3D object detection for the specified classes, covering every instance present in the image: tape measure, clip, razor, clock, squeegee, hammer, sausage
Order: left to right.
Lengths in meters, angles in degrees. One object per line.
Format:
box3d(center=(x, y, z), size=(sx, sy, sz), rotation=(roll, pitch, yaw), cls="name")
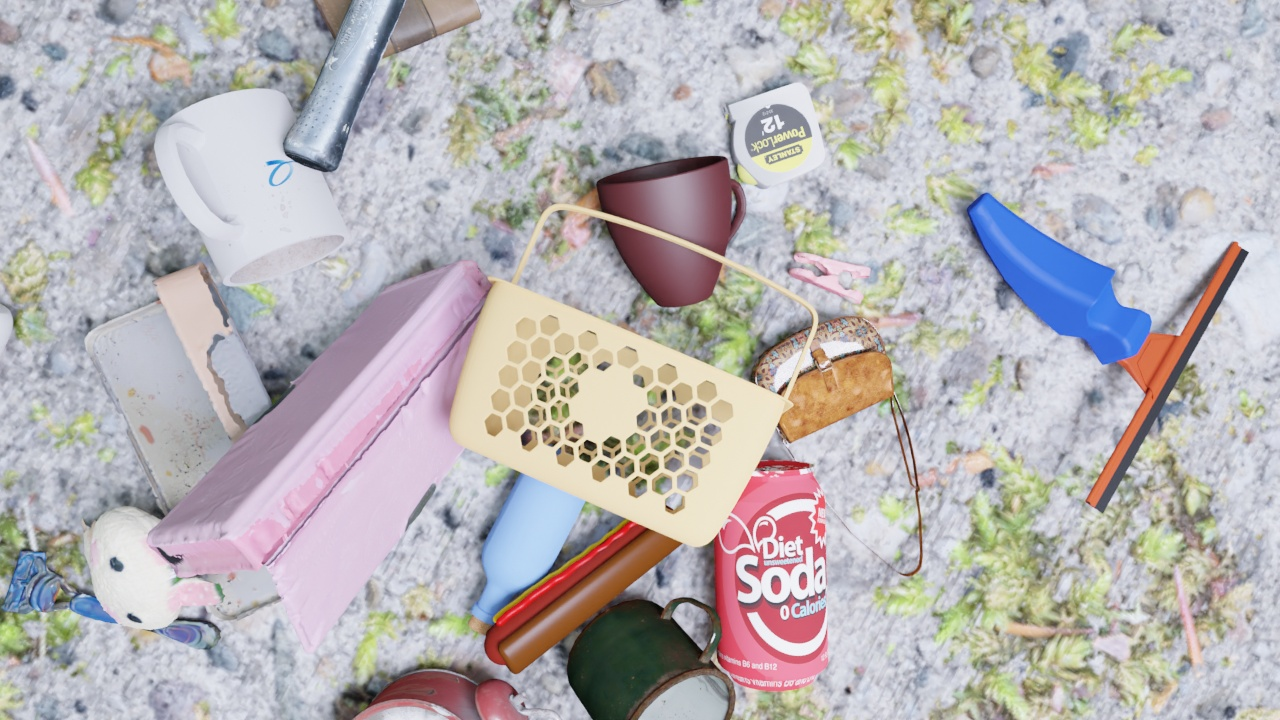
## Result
box3d(center=(-0.350, 0.165, 0.610), size=(0.141, 0.018, 0.044), rotation=(17, 89, -5), cls="razor")
box3d(center=(-0.149, -0.271, 0.569), size=(0.141, 0.036, 0.326), rotation=(18, 83, 25), cls="hammer")
box3d(center=(-0.121, 0.260, 0.604), size=(0.157, 0.062, 0.110), rotation=(-11, 92, 9), cls="clock")
box3d(center=(-0.036, 0.147, 0.606), size=(0.155, 0.040, 0.040), rotation=(-35, 93, -19), cls="sausage")
box3d(center=(0.093, -0.157, 0.643), size=(0.064, 0.017, 0.065), rotation=(-20, 92, -4), cls="tape measure")
box3d(center=(0.136, -0.064, 0.646), size=(0.060, 0.023, 0.044), rotation=(38, 83, -6), cls="clip")
box3d(center=(0.301, -0.048, 0.642), size=(0.185, 0.055, 0.248), rotation=(42, 70, -4), cls="squeegee")

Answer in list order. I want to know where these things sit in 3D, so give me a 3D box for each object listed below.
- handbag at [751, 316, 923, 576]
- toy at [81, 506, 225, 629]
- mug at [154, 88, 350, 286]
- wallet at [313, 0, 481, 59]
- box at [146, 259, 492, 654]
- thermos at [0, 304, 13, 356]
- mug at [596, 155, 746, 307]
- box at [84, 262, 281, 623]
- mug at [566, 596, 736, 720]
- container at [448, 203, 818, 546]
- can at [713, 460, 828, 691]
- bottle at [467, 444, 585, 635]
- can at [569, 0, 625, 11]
box3d(center=(0.152, 0.067, 0.642), size=(0.093, 0.043, 0.196), rotation=(-24, 96, -2), cls="handbag")
box3d(center=(-0.321, 0.131, 0.583), size=(0.112, 0.050, 0.087), rotation=(5, 115, 8), cls="toy")
box3d(center=(-0.248, -0.106, 0.565), size=(0.083, 0.119, 0.096), rotation=(-24, 92, 13), cls="mug")
box3d(center=(-0.178, -0.267, 0.617), size=(0.098, 0.027, 0.121), rotation=(-27, 91, -8), cls="wallet")
box3d(center=(-0.155, 0.052, 0.541), size=(0.100, 0.231, 0.107), rotation=(-12, 123, 34), cls="box")
box3d(center=(-0.490, 0.057, 0.577), size=(0.101, 0.068, 0.230), rotation=(24, 89, 8), cls="thermos")
box3d(center=(0.032, -0.087, 0.617), size=(0.113, 0.087, 0.088), rotation=(-24, 112, -35), cls="mug")
box3d(center=(-0.273, 0.059, 0.583), size=(0.095, 0.115, 0.217), rotation=(-27, 93, -25), cls="box")
box3d(center=(0.011, 0.198, 0.592), size=(0.085, 0.081, 0.111), rotation=(23, 99, -39), cls="mug")
box3d(center=(-0.003, 0.003, 0.548), size=(0.183, 0.129, 0.167), rotation=(23, 83, 6), cls="container")
box3d(center=(0.087, 0.142, 0.616), size=(0.074, 0.074, 0.142), rotation=(-1, 91, -5), cls="can")
box3d(center=(-0.078, 0.122, 0.616), size=(0.048, 0.048, 0.131), rotation=(28, 88, -4), cls="bottle")
box3d(center=(-0.032, -0.304, 0.606), size=(0.066, 0.067, 0.124), rotation=(-16, 92, -5), cls="can")
